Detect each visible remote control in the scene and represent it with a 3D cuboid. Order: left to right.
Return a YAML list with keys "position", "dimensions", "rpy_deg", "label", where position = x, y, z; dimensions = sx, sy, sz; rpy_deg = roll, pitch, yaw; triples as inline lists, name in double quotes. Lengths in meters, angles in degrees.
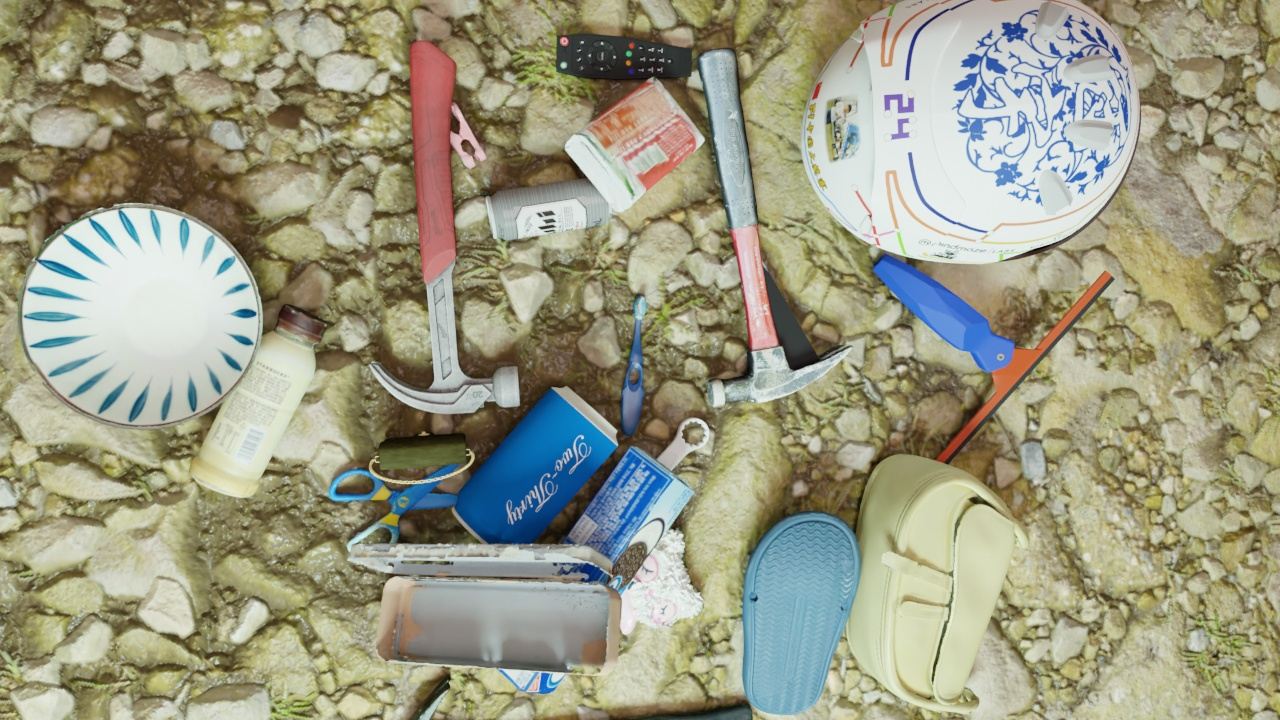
- position: [-0.015, -0.275, 0.837]
  dimensions: [0.124, 0.010, 0.039]
  rpy_deg: [0, 93, -11]
  label: "remote control"

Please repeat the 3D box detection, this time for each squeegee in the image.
- position: [0.302, -0.038, 0.884]
  dimensions: [0.185, 0.055, 0.250]
  rpy_deg: [39, 100, 2]
  label: "squeegee"

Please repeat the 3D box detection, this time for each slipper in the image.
- position: [0.142, 0.238, 0.871]
  dimensions: [0.104, 0.059, 0.214]
  rpy_deg: [8, 105, -3]
  label: "slipper"

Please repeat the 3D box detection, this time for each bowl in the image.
- position: [-0.395, -0.035, 0.748]
  dimensions: [0.177, 0.071, 0.177]
  rpy_deg: [0, 92, -11]
  label: "bowl"

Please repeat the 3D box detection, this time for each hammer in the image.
- position: [-0.177, -0.110, 0.793]
  dimensions: [0.126, 0.036, 0.316]
  rpy_deg: [-4, 99, -7]
  label: "hammer"
- position: [-0.055, 0.355, 0.855]
  dimensions: [0.333, 0.033, 0.133]
  rpy_deg: [0, 92, -12]
  label: "hammer"
- position: [0.106, -0.125, 0.856]
  dimensions: [0.140, 0.036, 0.326]
  rpy_deg: [-11, 95, -8]
  label: "hammer"

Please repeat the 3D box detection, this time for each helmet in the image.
- position: [0.298, -0.199, 0.783]
  dimensions: [0.314, 0.236, 0.231]
  rpy_deg: [-5, 96, -10]
  label: "helmet"

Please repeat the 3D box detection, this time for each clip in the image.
- position: [-0.163, -0.195, 0.809]
  dimensions: [0.037, 0.022, 0.058]
  rpy_deg: [-37, 100, -10]
  label: "clip"

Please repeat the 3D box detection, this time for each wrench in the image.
- position: [-0.034, 0.157, 0.857]
  dimensions: [0.047, 0.009, 0.273]
  rpy_deg: [44, 85, -10]
  label: "wrench"

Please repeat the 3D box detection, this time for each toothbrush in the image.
- position: [-0.005, 0.005, 0.851]
  dimensions: [0.021, 0.016, 0.132]
  rpy_deg: [5, 92, -9]
  label: "toothbrush"

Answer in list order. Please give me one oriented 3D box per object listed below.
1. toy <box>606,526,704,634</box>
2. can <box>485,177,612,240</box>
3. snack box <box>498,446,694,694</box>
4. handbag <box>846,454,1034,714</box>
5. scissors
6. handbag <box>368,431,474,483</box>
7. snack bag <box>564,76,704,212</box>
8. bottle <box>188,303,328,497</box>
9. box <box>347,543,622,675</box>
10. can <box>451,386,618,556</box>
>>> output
- position: [0.002, 0.213, 0.851]
  dimensions: [0.109, 0.041, 0.096]
  rpy_deg: [-20, 96, -7]
  label: "toy"
- position: [-0.081, -0.135, 0.815]
  dimensions: [0.106, 0.044, 0.044]
  rpy_deg: [-11, 95, -10]
  label: "can"
- position: [-0.044, 0.185, 0.813]
  dimensions: [0.059, 0.059, 0.226]
  rpy_deg: [34, 85, 28]
  label: "snack box"
- position: [0.284, 0.219, 0.880]
  dimensions: [0.190, 0.088, 0.233]
  rpy_deg: [18, 91, -17]
  label: "handbag"
- position: [-0.210, 0.135, 0.821]
  dimensions: [0.131, 0.019, 0.105]
  rpy_deg: [1, 97, -10]
  label: "scissors"
- position: [-0.176, 0.080, 0.740]
  dimensions: [0.084, 0.178, 0.027]
  rpy_deg: [-4, 93, -11]
  label: "handbag"
- position: [-0.003, -0.191, 0.808]
  dimensions: [0.077, 0.036, 0.115]
  rpy_deg: [50, 57, -8]
  label: "snack bag"
- position: [-0.318, 0.032, 0.774]
  dimensions: [0.056, 0.056, 0.162]
  rpy_deg: [27, 88, -11]
  label: "bottle"
- position: [-0.130, 0.204, 0.753]
  dimensions: [0.216, 0.096, 0.105]
  rpy_deg: [-3, 77, 18]
  label: "box"
- position: [-0.091, 0.097, 0.807]
  dimensions: [0.079, 0.079, 0.146]
  rpy_deg: [42, 85, -10]
  label: "can"
